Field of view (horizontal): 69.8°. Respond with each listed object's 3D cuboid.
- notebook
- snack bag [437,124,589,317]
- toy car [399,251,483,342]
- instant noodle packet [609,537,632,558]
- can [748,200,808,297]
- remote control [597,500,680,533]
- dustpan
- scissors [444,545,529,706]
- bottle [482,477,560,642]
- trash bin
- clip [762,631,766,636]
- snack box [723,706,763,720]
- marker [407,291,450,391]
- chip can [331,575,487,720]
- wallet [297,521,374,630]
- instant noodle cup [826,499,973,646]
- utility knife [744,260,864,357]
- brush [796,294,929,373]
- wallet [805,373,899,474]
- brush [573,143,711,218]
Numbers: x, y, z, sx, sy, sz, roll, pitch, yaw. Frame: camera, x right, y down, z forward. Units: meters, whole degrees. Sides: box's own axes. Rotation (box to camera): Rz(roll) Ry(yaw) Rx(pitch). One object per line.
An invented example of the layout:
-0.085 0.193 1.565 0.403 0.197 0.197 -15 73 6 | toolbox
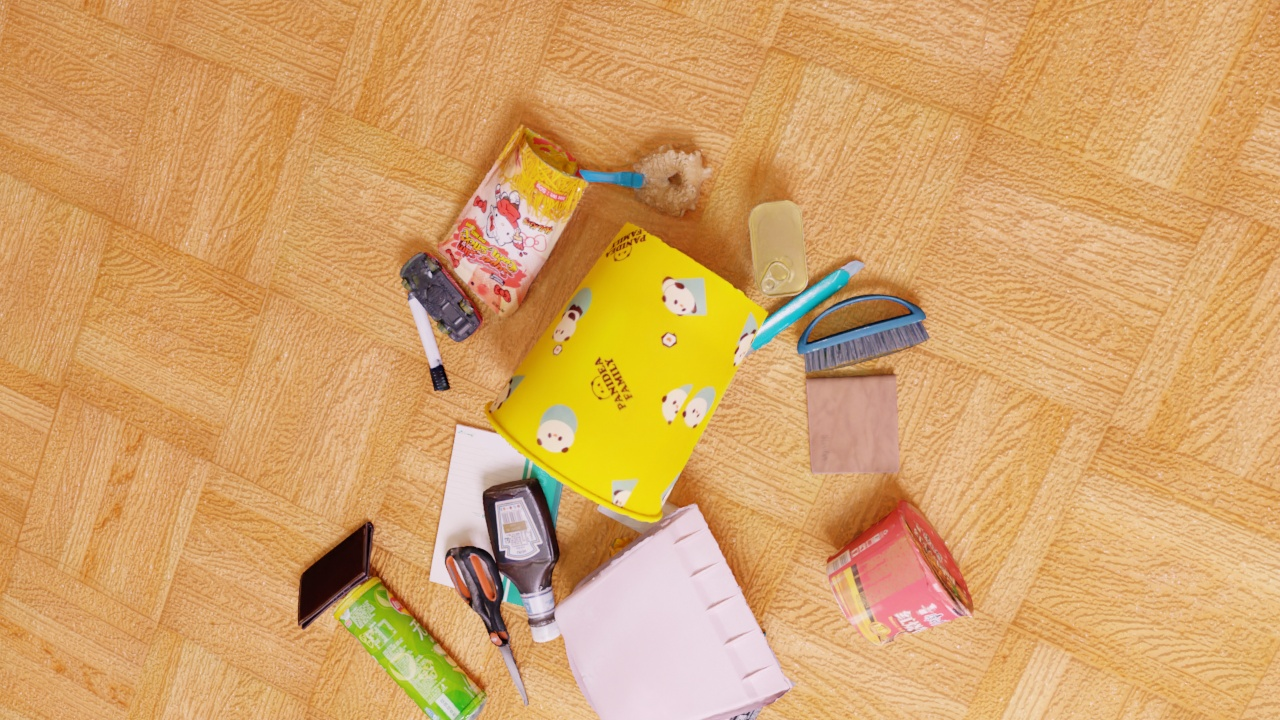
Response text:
-0.178 0.196 1.151 0.150 0.012 0.209 12 97 10 | notebook
-0.152 -0.163 1.081 0.128 0.073 0.208 42 118 6 | snack bag
-0.243 -0.078 1.126 0.053 0.045 0.120 -39 91 10 | toy car
0.016 0.274 1.085 0.111 0.044 0.128 -4 92 38 | instant noodle packet
0.155 -0.121 1.014 0.057 0.083 0.102 -6 93 13 | can
0.013 0.187 1.101 0.125 0.024 0.049 26 99 10 | remote control
0.018 0.315 1.054 0.274 0.138 0.222 -28 74 10 | dustpan
-0.171 0.331 1.131 0.125 0.021 0.235 -35 89 40 | scissors
-0.136 0.244 1.118 0.080 0.044 0.195 -13 93 16 | bottle
-0.006 0.006 0.999 0.229 0.229 0.255 34 94 8 | trash bin
0.126 0.338 1.093 0.046 0.014 0.057 36 100 7 | clip
0.085 0.369 1.066 0.125 0.053 0.113 40 105 50 | snack box
-0.267 -0.023 1.149 0.022 0.018 0.130 -19 91 -4 | marker
-0.288 0.375 1.158 0.221 0.072 0.073 45 102 6 | chip can
-0.388 0.272 1.168 0.122 0.096 0.020 -39 125 14 | wallet
0.276 0.236 0.997 0.109 0.137 0.138 -35 86 21 | instant noodle cup
0.182 -0.061 1.048 0.171 0.013 0.029 -36 121 12 | utility knife
0.242 -0.034 1.016 0.144 0.055 0.073 -16 92 14 | brush
0.242 0.074 1.045 0.101 0.020 0.115 -3 96 14 | wallet
-0.042 -0.216 1.074 0.255 0.045 0.083 8 105 16 | brush
